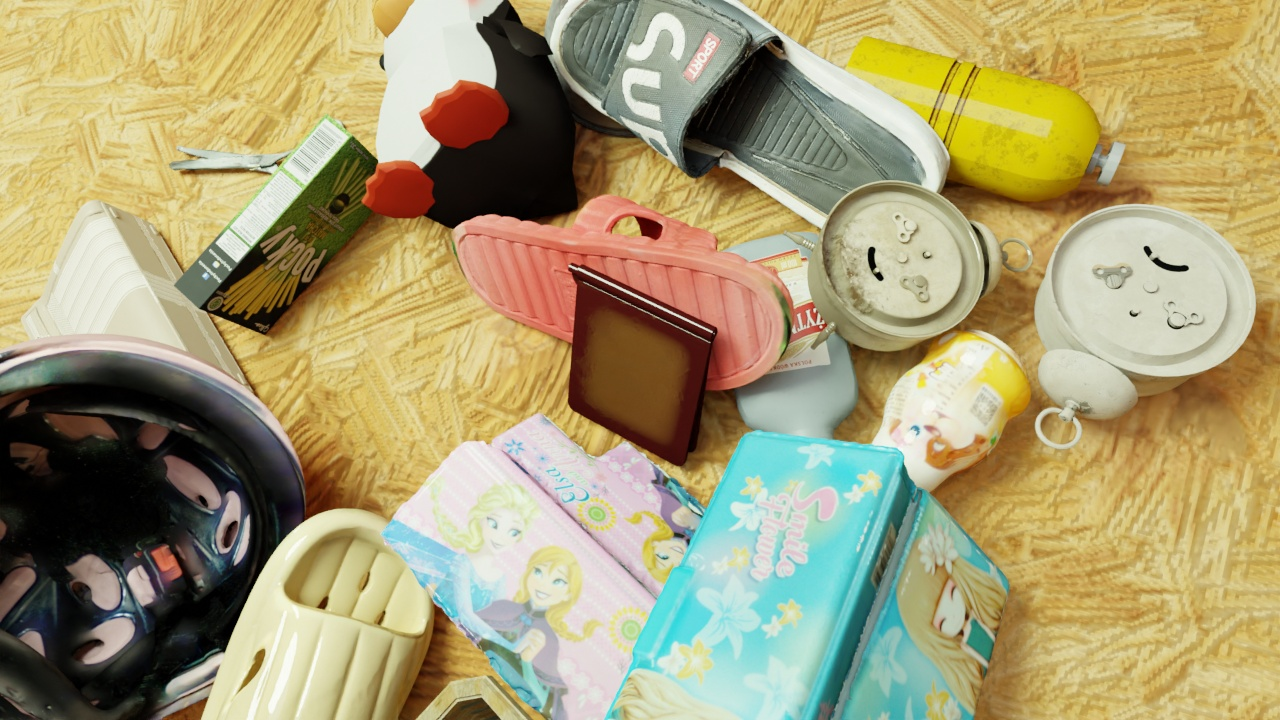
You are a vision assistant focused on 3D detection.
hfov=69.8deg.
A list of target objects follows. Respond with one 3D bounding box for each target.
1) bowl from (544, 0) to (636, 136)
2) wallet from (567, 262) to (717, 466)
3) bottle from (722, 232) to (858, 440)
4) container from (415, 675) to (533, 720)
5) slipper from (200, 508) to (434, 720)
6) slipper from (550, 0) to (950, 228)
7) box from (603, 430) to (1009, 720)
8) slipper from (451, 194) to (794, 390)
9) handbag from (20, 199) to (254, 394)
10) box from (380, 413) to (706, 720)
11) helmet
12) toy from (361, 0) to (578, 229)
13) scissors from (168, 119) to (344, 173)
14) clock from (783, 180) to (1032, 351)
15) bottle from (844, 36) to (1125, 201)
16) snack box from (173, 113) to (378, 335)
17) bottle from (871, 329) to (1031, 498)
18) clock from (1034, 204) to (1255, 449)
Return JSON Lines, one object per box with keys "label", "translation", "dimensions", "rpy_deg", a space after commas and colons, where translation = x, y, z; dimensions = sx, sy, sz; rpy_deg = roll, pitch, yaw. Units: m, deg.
{"label": "bowl", "translation": [-0.005, -0.236, 0.637], "dimensions": [0.145, 0.067, 0.144], "rpy_deg": [-4, 72, 11]}
{"label": "wallet", "translation": [-0.003, 0.003, 0.537], "dimensions": [0.091, 0.116, 0.018], "rpy_deg": [27, 50, 19]}
{"label": "bottle", "translation": [0.091, 0.006, 0.549], "dimensions": [0.072, 0.046, 0.161], "rpy_deg": [-12, 70, 8]}
{"label": "container", "translation": [-0.118, 0.285, 0.428], "dimensions": [0.157, 0.186, 0.250], "rpy_deg": [42, 84, 21]}
{"label": "slipper", "translation": [-0.183, 0.215, 0.503], "dimensions": [0.079, 0.111, 0.261], "rpy_deg": [9, 75, 55]}
{"label": "slipper", "translation": [0.056, -0.151, 0.556], "dimensions": [0.264, 0.111, 0.062], "rpy_deg": [31, 42, 4]}
{"label": "box", "translation": [0.080, 0.147, 0.416], "dimensions": [0.170, 0.085, 0.226], "rpy_deg": [26, 59, 9]}
{"label": "slipper", "translation": [-0.011, -0.050, 0.555], "dimensions": [0.249, 0.104, 0.059], "rpy_deg": [15, 47, 37]}
{"label": "handbag", "translation": [-0.400, 0.018, 0.656], "dimensions": [0.198, 0.062, 0.175], "rpy_deg": [-41, 69, 6]}
{"label": "box", "translation": [-0.013, 0.121, 0.501], "dimensions": [0.230, 0.063, 0.160], "rpy_deg": [40, 63, 20]}
{"label": "helmet", "translation": [-0.320, 0.093, 0.537], "dimensions": [0.255, 0.230, 0.152], "rpy_deg": [-50, 25, 0]}
{"label": "toy", "translation": [-0.114, -0.187, 0.630], "dimensions": [0.159, 0.140, 0.184], "rpy_deg": [-38, 54, 33]}
{"label": "scissors", "translation": [-0.283, -0.140, 0.694], "dimensions": [0.161, 0.014, 0.117], "rpy_deg": [-19, 69, 2]}
{"label": "clock", "translation": [0.158, -0.052, 0.527], "dimensions": [0.140, 0.055, 0.093], "rpy_deg": [-8, 74, -10]}
{"label": "bottle", "translation": [0.206, -0.144, 0.561], "dimensions": [0.164, 0.071, 0.071], "rpy_deg": [22, 78, 18]}
{"label": "snack box", "translation": [-0.237, -0.089, 0.626], "dimensions": [0.025, 0.080, 0.147], "rpy_deg": [40, 87, 12]}
{"label": "bottle", "translation": [0.165, 0.035, 0.513], "dimensions": [0.063, 0.063, 0.109], "rpy_deg": [40, 81, 20]}
{"label": "clock", "translation": [0.264, -0.013, 0.512], "dimensions": [0.103, 0.061, 0.156], "rpy_deg": [33, 74, 18]}
